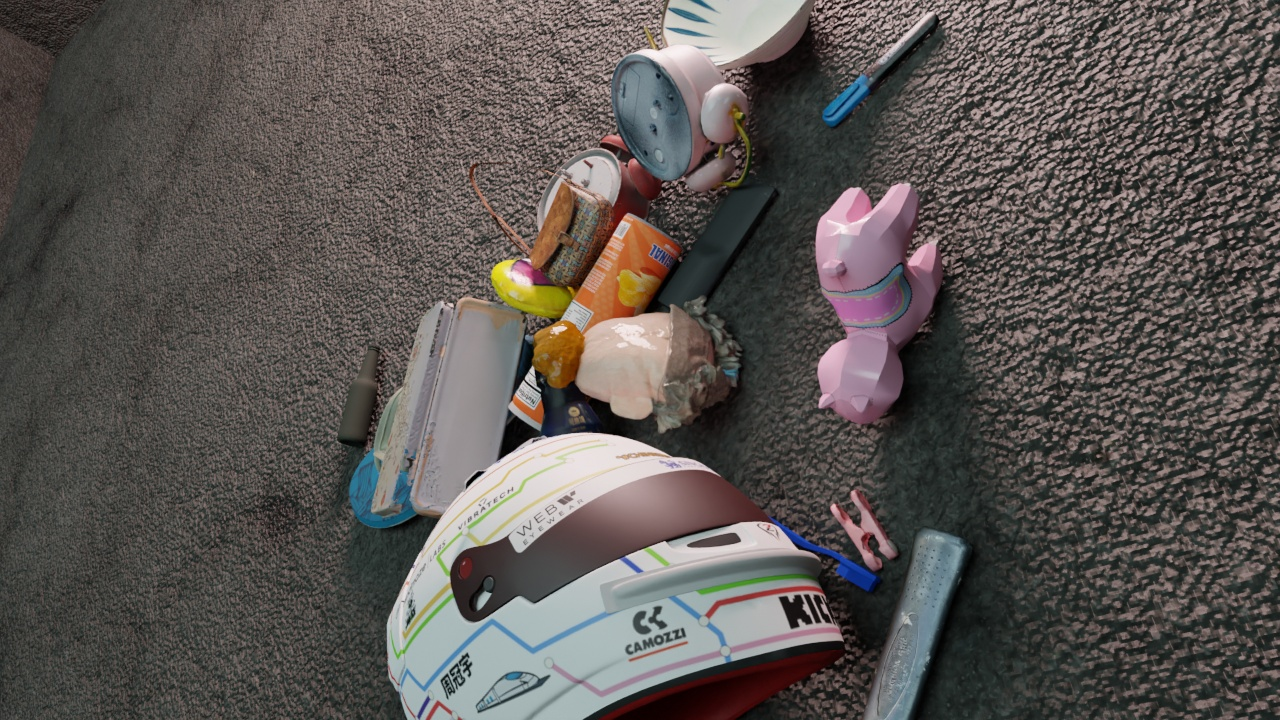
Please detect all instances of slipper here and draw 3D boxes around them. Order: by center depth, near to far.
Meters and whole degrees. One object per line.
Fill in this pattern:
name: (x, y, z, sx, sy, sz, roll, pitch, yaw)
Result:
slipper: (-0.217, 0.076, 0.954, 0.295, 0.060, 0.118, -40, 53, 18)

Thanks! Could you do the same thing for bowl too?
bowl: (0.110, -0.331, 0.862, 0.178, 0.071, 0.177, -19, 58, 33)

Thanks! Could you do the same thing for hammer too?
hammer: (0.136, 0.262, 0.584, 0.141, 0.036, 0.326, 14, 79, 42)

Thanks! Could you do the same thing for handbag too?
handbag: (-0.111, -0.151, 0.895, 0.196, 0.043, 0.094, 38, 112, 31)

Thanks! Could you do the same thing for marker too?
marker: (0.204, -0.248, 0.782, 0.123, 0.015, 0.018, -43, 47, 14)

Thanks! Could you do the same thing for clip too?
clip: (0.152, 0.123, 0.645, 0.039, 0.022, 0.059, -43, 50, 12)

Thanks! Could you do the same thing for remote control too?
remote control: (0.067, -0.103, 0.825, 0.045, 0.021, 0.140, 38, 94, 43)

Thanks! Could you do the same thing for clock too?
clock: (0.042, -0.217, 0.828, 0.058, 0.117, 0.158, -31, 62, -26)
clock: (-0.038, -0.170, 0.917, 0.157, 0.062, 0.110, -46, 47, 13)

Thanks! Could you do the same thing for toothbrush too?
toothbrush: (0.102, 0.125, 0.692, 0.187, 0.016, 0.011, 26, 90, 46)

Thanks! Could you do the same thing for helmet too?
helmet: (-0.035, 0.164, 0.634, 0.315, 0.230, 0.235, -43, 55, 25)

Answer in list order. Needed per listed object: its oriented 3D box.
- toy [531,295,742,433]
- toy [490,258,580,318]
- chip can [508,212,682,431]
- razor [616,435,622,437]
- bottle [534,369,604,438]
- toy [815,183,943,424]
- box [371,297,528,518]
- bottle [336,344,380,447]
toy: (-0.005, 0.004, 0.765, 0.176, 0.076, 0.132, 8, 42, 4)
toy: (-0.102, -0.070, 0.905, 0.095, 0.094, 0.041, 31, 114, 23)
chip can: (-0.042, -0.031, 0.853, 0.062, 0.062, 0.210, 34, 93, 44)
razor: (-0.071, 0.096, 0.846, 0.144, 0.021, 0.044, -23, 38, 32)
bottle: (-0.056, 0.076, 0.789, 0.056, 0.056, 0.160, -20, 78, 32)
toy: (0.162, -0.040, 0.655, 0.067, 0.123, 0.157, 4, 57, 41)
box: (-0.187, 0.051, 0.900, 0.121, 0.094, 0.216, 11, 71, -3)
bottle: (-0.328, 0.040, 1.083, 0.033, 0.033, 0.122, -9, 64, 37)
